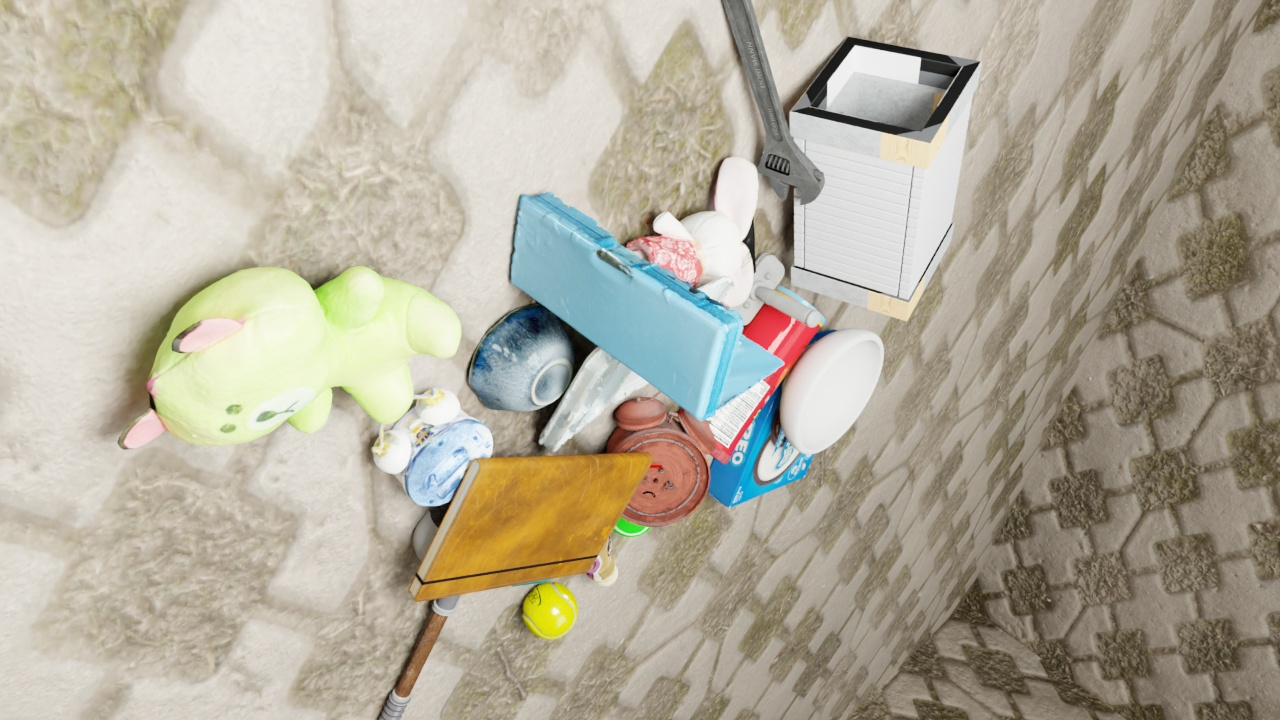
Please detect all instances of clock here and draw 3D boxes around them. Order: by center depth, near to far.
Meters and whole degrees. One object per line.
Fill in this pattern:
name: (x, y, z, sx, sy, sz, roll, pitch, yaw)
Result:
clock: (-0.182, 0.072, 0.797, 0.088, 0.052, 0.125, -45, 147, -13)
clock: (0.020, 0.105, 1.029, 0.120, 0.072, 0.158, 18, 107, -15)

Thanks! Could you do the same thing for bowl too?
bowl: (-0.098, 0.007, 0.843, 0.110, 0.055, 0.111, -34, 143, -30)
bowl: (0.232, 0.030, 1.175, 0.176, 0.066, 0.177, -31, 139, -31)

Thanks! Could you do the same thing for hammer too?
hammer: (-0.221, 0.289, 0.966, 0.155, 0.043, 0.323, 3, 120, -53)

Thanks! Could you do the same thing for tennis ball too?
tennis ball: (-0.107, 0.297, 1.091, 0.065, 0.065, 0.065, -33, 142, -30)
tennis ball: (-0.012, 0.180, 1.105, 0.065, 0.065, 0.065, -33, 142, -30)

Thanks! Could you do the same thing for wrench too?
wrench: (0.123, -0.249, 0.881, 0.018, 0.073, 0.273, -60, 144, -25)

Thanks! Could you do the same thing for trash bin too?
trash bin: (0.261, -0.194, 1.005, 0.142, 0.142, 0.247, -54, 151, -30)

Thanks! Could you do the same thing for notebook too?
notebook: (-0.100, 0.167, 0.920, 0.248, 0.014, 0.179, 4, 121, -49)

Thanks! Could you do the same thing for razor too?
razor: (0.160, -0.067, 1.051, 0.088, 0.116, 0.047, -54, 132, -1)

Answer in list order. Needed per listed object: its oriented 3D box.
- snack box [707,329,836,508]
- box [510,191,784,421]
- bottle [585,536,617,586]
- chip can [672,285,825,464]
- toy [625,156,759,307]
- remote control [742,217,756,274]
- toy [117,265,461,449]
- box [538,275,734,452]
snack box: (0.201, 0.080, 1.294, 0.195, 0.056, 0.239, -11, 128, -46)
box: (0.008, -0.059, 0.752, 0.111, 0.231, 0.094, -24, 137, -40)
bottle: (-0.061, 0.224, 1.088, 0.059, 0.060, 0.166, -44, 147, -16)
chip can: (0.130, 0.017, 1.118, 0.213, 0.087, 0.087, -54, 148, -2)
toy: (0.049, -0.104, 0.907, 0.193, 0.084, 0.159, -25, 123, -32)
remote control: (0.110, -0.142, 1.001, 0.047, 0.022, 0.150, -39, 144, -24)
toy: (-0.234, -0.008, 0.620, 0.196, 0.107, 0.151, 4, 140, -44)
box: (-0.009, 0.002, 0.901, 0.190, 0.045, 0.210, -33, 169, -29)
